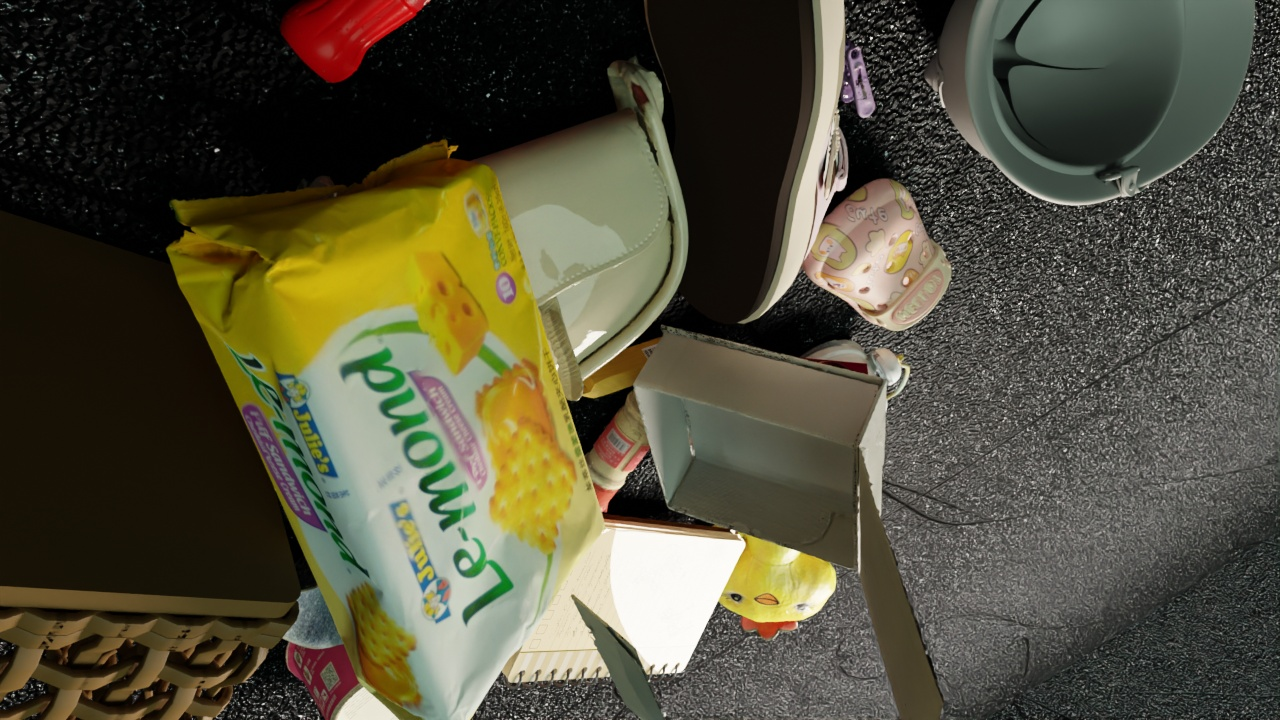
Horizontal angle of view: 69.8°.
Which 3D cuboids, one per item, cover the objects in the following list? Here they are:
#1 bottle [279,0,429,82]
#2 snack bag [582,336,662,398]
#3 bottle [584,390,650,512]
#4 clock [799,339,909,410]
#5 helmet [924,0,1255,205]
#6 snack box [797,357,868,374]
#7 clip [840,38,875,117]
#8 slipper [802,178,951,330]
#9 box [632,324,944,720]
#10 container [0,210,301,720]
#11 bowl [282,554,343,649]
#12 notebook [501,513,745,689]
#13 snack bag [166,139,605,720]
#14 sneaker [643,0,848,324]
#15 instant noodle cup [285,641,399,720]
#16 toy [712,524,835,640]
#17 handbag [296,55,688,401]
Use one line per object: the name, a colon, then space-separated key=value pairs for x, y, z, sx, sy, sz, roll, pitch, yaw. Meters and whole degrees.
bottle: x=-0.105 y=-0.175 z=0.407 sx=0.119 sy=0.036 sz=0.036 roll=-39 pitch=142 yaw=7
snack bag: x=-0.004 y=0.004 z=0.684 sx=0.099 sy=0.026 sz=0.020 roll=-19 pitch=140 yaw=-19
bottle: x=-0.019 y=0.074 z=0.737 sx=0.044 sy=0.044 sz=0.109 roll=11 pitch=124 yaw=-43
clock: x=0.184 y=0.024 z=0.813 sx=0.117 sy=0.057 sz=0.083 roll=-11 pitch=138 yaw=-16
helmet: x=0.264 y=-0.199 z=0.590 sx=0.270 sy=0.118 sz=0.183 roll=-20 pitch=110 yaw=-26
snack box: x=0.107 y=0.062 z=0.768 sx=0.132 sy=0.035 sz=0.152 roll=5 pitch=136 yaw=1
clip: x=0.137 y=-0.180 z=0.585 sx=0.013 sy=0.032 sz=0.051 roll=-30 pitch=140 yaw=-3
slipper: x=0.197 y=-0.066 z=0.697 sx=0.093 sy=0.081 sz=0.197 roll=-49 pitch=148 yaw=12
box: x=0.107 y=0.130 z=0.596 sx=0.165 sy=0.329 sz=0.167 roll=-17 pitch=137 yaw=0
container: x=-0.323 y=0.072 z=0.371 sx=0.251 sy=0.219 sz=0.214 roll=21 pitch=118 yaw=-47
bowl: x=-0.217 y=0.164 z=0.679 sx=0.110 sy=0.055 sz=0.110 roll=-15 pitch=143 yaw=-12
notebook: x=-0.010 y=0.223 z=0.837 sx=0.225 sy=0.024 sz=0.167 roll=16 pitch=103 yaw=-43
snack bag: x=-0.100 y=0.028 z=0.418 sx=0.159 sy=0.068 sz=0.247 roll=-44 pitch=123 yaw=-55
sneaker: x=0.083 y=-0.152 z=0.529 sx=0.116 sy=0.112 sz=0.294 roll=-41 pitch=147 yaw=-28
instant noodle cup: x=-0.201 y=0.257 z=0.779 sx=0.178 sy=0.077 sz=0.179 roll=-20 pitch=140 yaw=-17
toy: x=0.137 y=0.200 z=0.949 sx=0.134 sy=0.092 sz=0.208 roll=4 pitch=131 yaw=5
handbag: x=-0.072 y=-0.041 z=0.513 sx=0.228 sy=0.132 sz=0.184 roll=-25 pitch=135 yaw=-13
